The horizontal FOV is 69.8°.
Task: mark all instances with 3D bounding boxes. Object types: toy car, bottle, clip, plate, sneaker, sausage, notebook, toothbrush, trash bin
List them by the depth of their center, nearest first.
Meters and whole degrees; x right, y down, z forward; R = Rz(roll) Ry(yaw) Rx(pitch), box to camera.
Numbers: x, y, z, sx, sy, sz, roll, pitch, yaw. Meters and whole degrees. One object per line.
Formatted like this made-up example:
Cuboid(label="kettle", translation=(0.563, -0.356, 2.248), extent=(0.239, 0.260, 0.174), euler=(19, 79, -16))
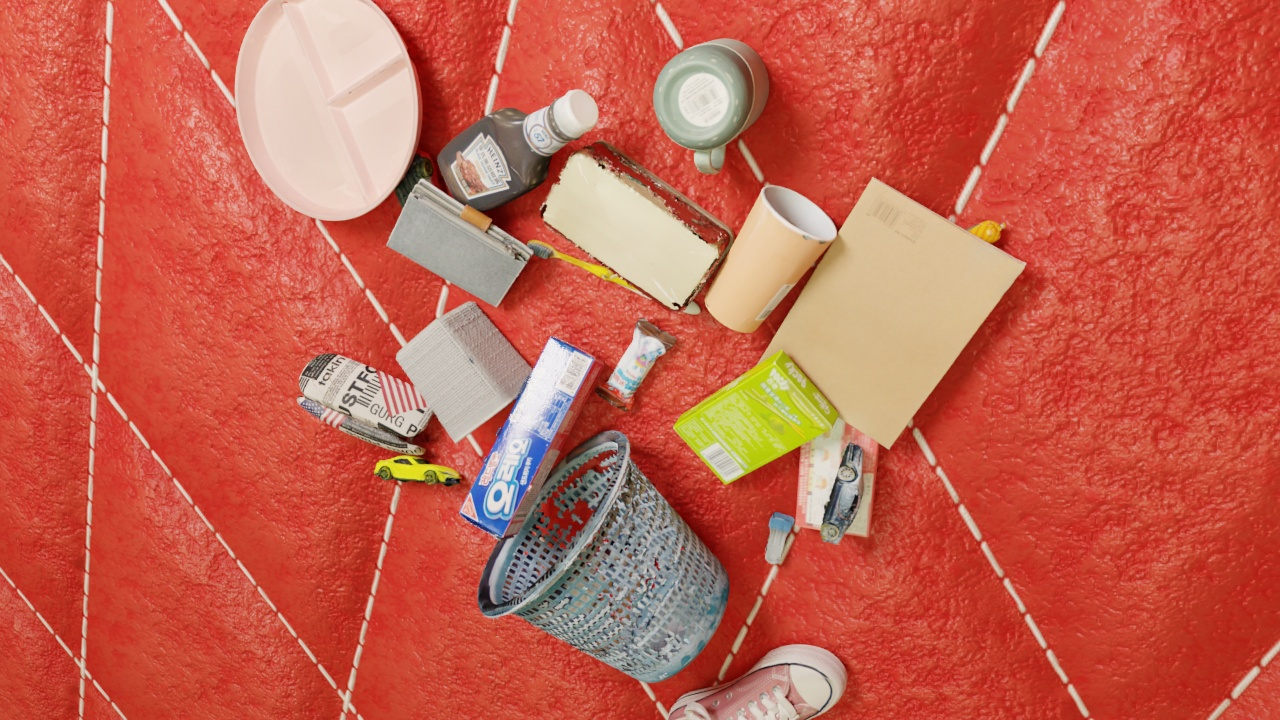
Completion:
Cuboid(label="sausage", translation=(0.246, -0.086, 0.825), extent=(0.165, 0.021, 0.021), euler=(-24, 103, 25))
Cuboid(label="notebook", translation=(0.219, -0.038, 0.833), extent=(0.149, 0.012, 0.212), euler=(32, 117, 7))
Cuboid(label="bottle", translation=(-0.113, -0.197, 0.850), extent=(0.195, 0.043, 0.080), euler=(-15, 105, 46))
Cuboid(label="toy car", translation=(0.198, 0.129, 0.886), extent=(0.031, 0.048, 0.106), euler=(14, 116, 9))
Cuboid(label="plate", translation=(-0.311, -0.256, 0.919), extent=(0.230, 0.028, 0.230), euler=(6, 105, 22))
Cuboid(label="toothbrush", translation=(-0.029, -0.083, 0.920), extent=(0.191, 0.018, 0.016), euler=(22, 119, 9))
Cuboid(label="toy car", translation=(-0.222, -0.162, 0.945), extent=(0.049, 0.031, 0.106), euler=(-9, 113, 23))
Cuboid(label="trash bin", translation=(-0.024, 0.219, 0.954), extent=(0.195, 0.226, 0.227), euler=(41, 119, -16))
Cuboid(label="clip", translation=(0.147, 0.190, 0.978), extent=(0.025, 0.035, 0.058), euler=(13, 111, 11))
Cuboid(label="sneaker", translation=(0.123, 0.400, 1.034), extent=(0.242, 0.087, 0.118), euler=(-31, 99, 28))
Cuboid(label="toy car", translation=(-0.259, 0.129, 1.075), extent=(0.105, 0.048, 0.032), euler=(4, 80, 18))

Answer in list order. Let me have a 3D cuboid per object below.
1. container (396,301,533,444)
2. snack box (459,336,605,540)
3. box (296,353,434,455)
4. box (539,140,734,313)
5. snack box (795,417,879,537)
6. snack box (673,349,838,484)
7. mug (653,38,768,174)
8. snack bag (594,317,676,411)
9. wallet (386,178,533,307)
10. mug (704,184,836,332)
Cuboid(label="container", translation=(-0.185, 0.009, 0.975), extent=(0.090, 0.090, 0.114), euler=(-36, 94, 27))
Cuboid(label="snack box", translation=(-0.110, 0.080, 0.942), extent=(0.057, 0.058, 0.207), euler=(27, 88, 11))
Cuboid(label="box", translation=(-0.318, 0.058, 1.067), extent=(0.162, 0.075, 0.087), euler=(21, 147, 6))
Cuboid(label="box", translation=(-0.004, -0.126, 0.861), extent=(0.168, 0.078, 0.091), euler=(35, 118, 1))
Cuboid(label="snack box", translation=(0.198, 0.102, 0.918), extent=(0.075, 0.025, 0.153), euler=(6, 113, 17))
Cuboid(label="snack box", translation=(0.111, 0.060, 0.907), extent=(0.086, 0.026, 0.157), euler=(47, 134, -6))
Cuboid(label="mug", translation=(0.060, -0.214, 0.786), extent=(0.082, 0.106, 0.112), euler=(8, 115, 14))
Cuboid(label="snack bag", translation=(-0.006, 0.006, 0.946), extent=(0.045, 0.026, 0.105), euler=(35, 116, 5))
Cuboid(label="wallet", translation=(-0.180, -0.118, 0.922), extent=(0.129, 0.036, 0.107), euler=(31, 141, -13))
Cuboid(label="mug", translation=(0.114, -0.088, 0.842), extent=(0.078, 0.078, 0.123), euler=(34, 123, 3))
